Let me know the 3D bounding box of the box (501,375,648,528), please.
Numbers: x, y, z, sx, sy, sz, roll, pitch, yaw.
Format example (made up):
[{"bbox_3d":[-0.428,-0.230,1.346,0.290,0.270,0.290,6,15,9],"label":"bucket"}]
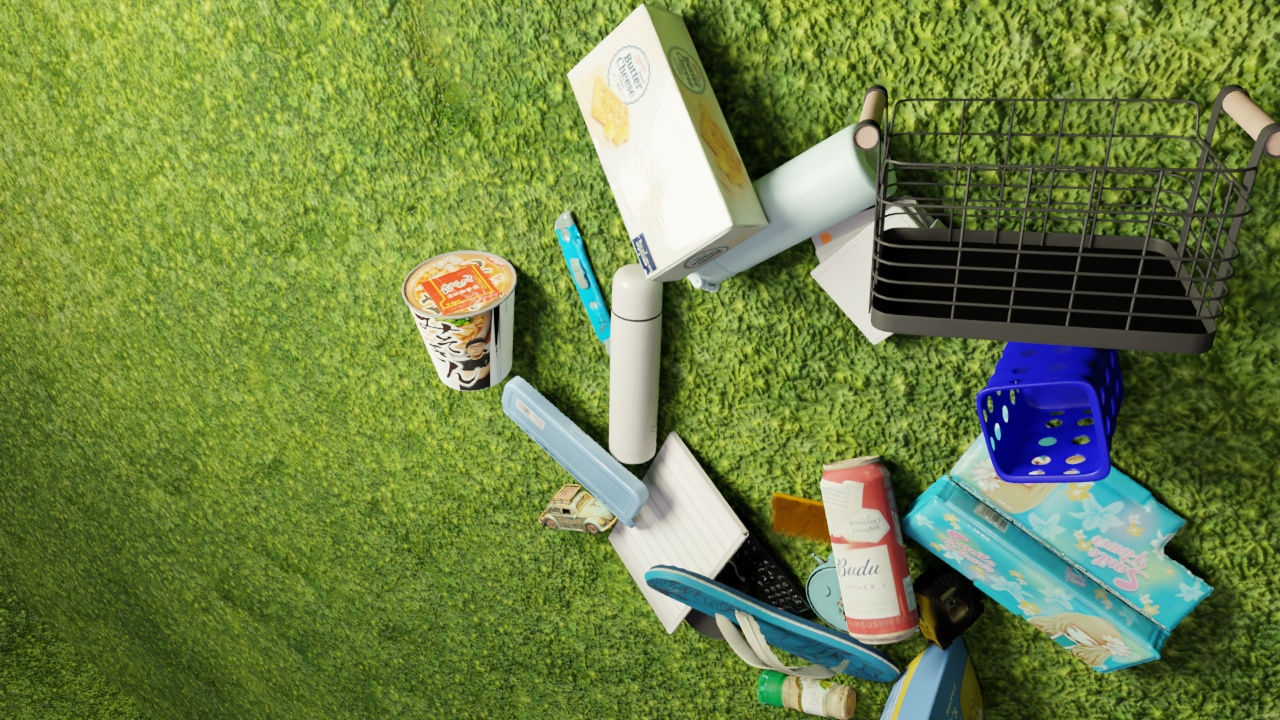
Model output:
[{"bbox_3d":[-0.080,0.113,1.056,0.209,0.034,0.128,41,155,12],"label":"box"}]

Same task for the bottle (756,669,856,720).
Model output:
[{"bbox_3d":[0.193,0.390,1.070,0.111,0.042,0.043,-1,116,34],"label":"bottle"}]

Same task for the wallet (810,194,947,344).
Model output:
[{"bbox_3d":[0.203,-0.087,0.780,0.115,0.037,0.119,48,136,0],"label":"wallet"}]

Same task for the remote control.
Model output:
[{"bbox_3d":[0.132,0.220,1.024,0.047,0.022,0.150,-32,98,41],"label":"remote control"}]

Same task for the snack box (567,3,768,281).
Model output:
[{"bbox_3d":[0.021,-0.183,0.785,0.104,0.057,0.207,-29,78,40],"label":"snack box"}]

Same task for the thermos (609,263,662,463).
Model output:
[{"bbox_3d":[-0.006,0.006,0.964,0.052,0.052,0.225,18,126,24],"label":"thermos"}]

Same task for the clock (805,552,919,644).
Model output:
[{"bbox_3d":[0.233,0.242,0.945,0.124,0.053,0.090,14,125,27],"label":"clock"}]

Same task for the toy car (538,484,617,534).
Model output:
[{"bbox_3d":[-0.080,0.179,1.122,0.112,0.047,0.047,-1,121,34],"label":"toy car"}]

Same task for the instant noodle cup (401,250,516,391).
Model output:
[{"bbox_3d":[-0.194,-0.039,1.031,0.124,0.123,0.122,20,135,23],"label":"instant noodle cup"}]

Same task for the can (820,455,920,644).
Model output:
[{"bbox_3d":[0.217,0.179,0.873,0.067,0.067,0.170,-14,84,39],"label":"can"}]

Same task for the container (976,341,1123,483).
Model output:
[{"bbox_3d":[0.323,0.029,0.715,0.085,0.113,0.085,-6,113,36],"label":"container"}]

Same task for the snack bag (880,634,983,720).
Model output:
[{"bbox_3d":[0.287,0.376,0.920,0.102,0.158,0.205,15,123,24],"label":"snack bag"}]

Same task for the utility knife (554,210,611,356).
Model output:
[{"bbox_3d":[-0.054,-0.075,0.975,0.031,0.015,0.175,-6,115,41],"label":"utility knife"}]

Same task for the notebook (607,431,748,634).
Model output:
[{"bbox_3d":[0.036,0.201,1.047,0.142,0.009,0.210,54,137,28],"label":"notebook"}]

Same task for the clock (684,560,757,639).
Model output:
[{"bbox_3d":[0.087,0.271,1.068,0.091,0.042,0.121,15,124,26],"label":"clock"}]

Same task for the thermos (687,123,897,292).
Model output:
[{"bbox_3d":[0.115,-0.127,0.794,0.207,0.065,0.078,-25,67,41],"label":"thermos"}]

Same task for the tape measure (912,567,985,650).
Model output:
[{"bbox_3d":[0.296,0.234,0.889,0.062,0.067,0.038,58,168,-8],"label":"tape measure"}]

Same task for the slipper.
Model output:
[{"bbox_3d":[0.133,0.299,0.981,0.295,0.060,0.118,25,158,-8],"label":"slipper"}]

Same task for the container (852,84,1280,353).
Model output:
[{"bbox_3d":[0.266,-0.106,0.613,0.241,0.162,0.130,5,120,16],"label":"container"}]

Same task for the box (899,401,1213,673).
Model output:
[{"bbox_3d":[0.363,0.168,0.807,0.227,0.071,0.182,36,132,11],"label":"box"}]

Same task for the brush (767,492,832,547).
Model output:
[{"bbox_3d":[0.195,0.170,0.951,0.127,0.017,0.048,8,121,30],"label":"brush"}]
